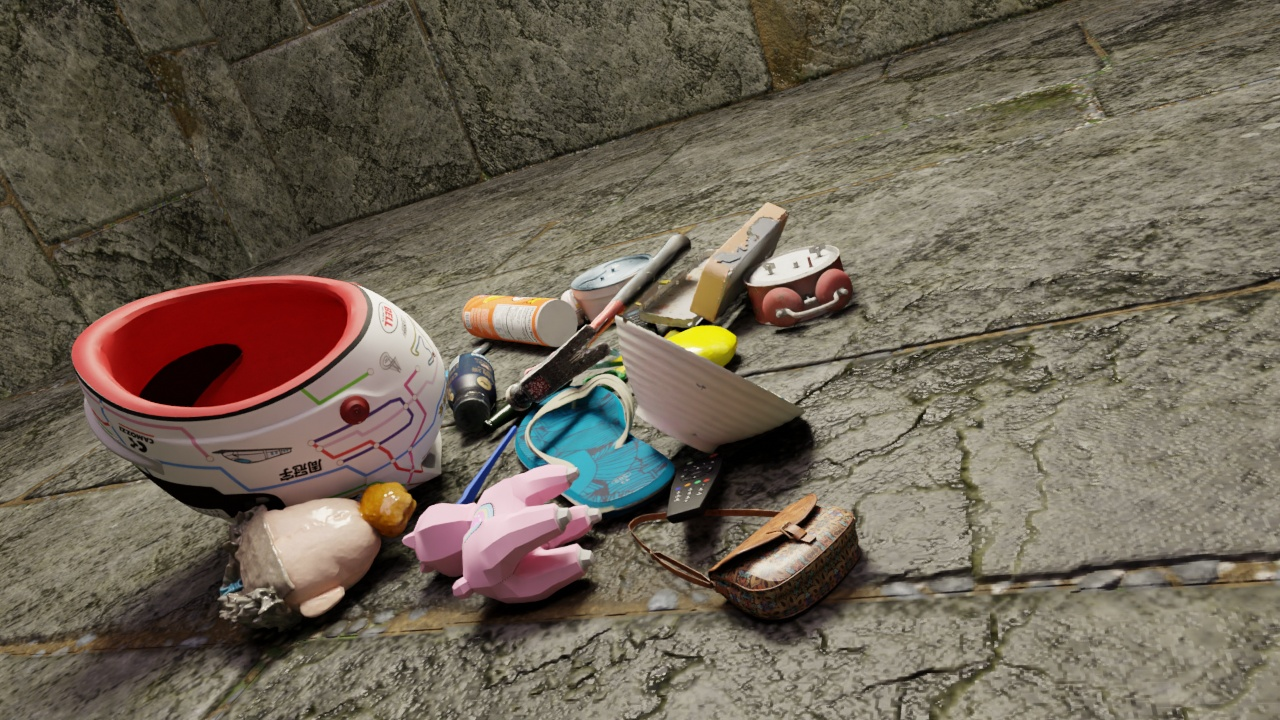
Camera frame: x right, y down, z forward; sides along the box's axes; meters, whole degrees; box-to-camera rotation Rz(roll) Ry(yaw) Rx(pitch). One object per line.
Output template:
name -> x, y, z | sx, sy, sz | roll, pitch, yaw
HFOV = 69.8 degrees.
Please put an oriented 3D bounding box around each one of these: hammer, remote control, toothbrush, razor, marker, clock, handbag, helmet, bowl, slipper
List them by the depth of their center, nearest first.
handbag -> 0.055, 0.118, 0.633 | 0.093, 0.043, 0.196 | -31, 19, -32
remote control -> 0.042, 0.096, 0.698 | 0.039, 0.010, 0.124 | -18, 8, 13
bowl -> 0.044, 0.031, 0.772 | 0.071, 0.177, 0.177 | -63, 25, 1
slipper -> -0.056, 0.064, 0.846 | 0.118, 0.060, 0.295 | -29, 21, -11
toothbrush -> -0.151, 0.112, 0.864 | 0.011, 0.016, 0.186 | -4, 27, 20
helmet -> -0.346, 0.051, 0.894 | 0.314, 0.236, 0.230 | -8, 45, -10
clock -> 0.173, -0.084, 1.003 | 0.110, 0.062, 0.156 | -19, 20, 3
hammer -> -0.021, -0.063, 1.031 | 0.141, 0.036, 0.325 | -32, 11, 44
razor -> 0.053, -0.048, 1.084 | 0.044, 0.021, 0.143 | 5, 27, 18
remote control -> -0.001, -0.028, 1.089 | 0.045, 0.021, 0.140 | -20, 25, 5
clock -> -0.045, -0.092, 1.240 | 0.158, 0.059, 0.116 | -6, 23, 34
marker -> -0.236, 0.003, 1.243 | 0.018, 0.015, 0.122 | -14, 18, 27

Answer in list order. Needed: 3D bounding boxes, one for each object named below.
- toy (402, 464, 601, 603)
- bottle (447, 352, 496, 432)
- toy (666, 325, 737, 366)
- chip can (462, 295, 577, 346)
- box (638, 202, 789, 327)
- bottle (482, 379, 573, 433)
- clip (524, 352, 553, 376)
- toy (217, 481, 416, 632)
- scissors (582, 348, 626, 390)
toy -> -0.111, 0.137, 0.701 | 0.158, 0.067, 0.123 | -20, 21, 13
bottle -> -0.194, 0.036, 1.054 | 0.056, 0.056, 0.160 | -22, 20, -3
toy -> 0.054, -0.009, 0.953 | 0.096, 0.041, 0.094 | 2, 28, 43
chip can -> -0.170, -0.056, 1.261 | 0.062, 0.062, 0.211 | -33, 23, -30
box -> 0.089, -0.118, 1.106 | 0.094, 0.121, 0.216 | 31, 37, 10
bottle -> -0.125, 0.042, 1.007 | 0.033, 0.033, 0.122 | 0, 29, 44
clip -> -0.109, 0.011, 1.093 | 0.059, 0.023, 0.039 | -30, 24, -11
toy -> -0.272, 0.160, 0.780 | 0.175, 0.076, 0.132 | -26, 49, -13
scissors -> -0.005, -0.003, 1.017 | 0.132, 0.013, 0.078 | -19, 37, -2
